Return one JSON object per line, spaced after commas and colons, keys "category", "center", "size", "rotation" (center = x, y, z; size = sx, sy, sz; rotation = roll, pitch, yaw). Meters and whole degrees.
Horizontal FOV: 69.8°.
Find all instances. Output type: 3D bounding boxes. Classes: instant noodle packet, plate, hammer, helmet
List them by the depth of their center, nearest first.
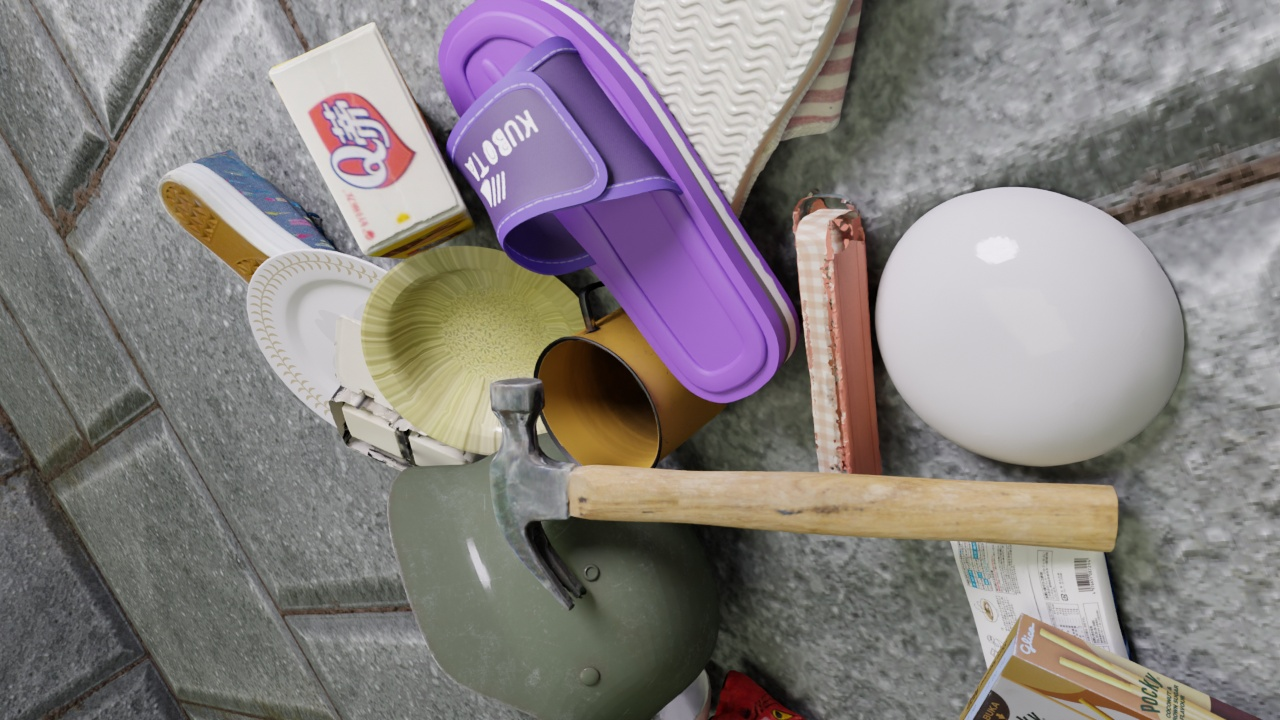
{"category": "hammer", "center": [0.074, 0.078, 0.497], "size": [0.331, 0.033, 0.132], "rotation": [1, 97, 16]}
{"category": "instant noodle packet", "center": [0.228, 0.152, 0.515], "size": [0.087, 0.026, 0.134], "rotation": [-6, 110, 45]}
{"category": "helmet", "center": [-0.034, 0.152, 0.646], "size": [0.154, 0.227, 0.267], "rotation": [-32, 77, 7]}
{"category": "plate", "center": [-0.114, -0.011, 0.692], "size": [0.184, 0.036, 0.185], "rotation": [4, 124, 6]}
{"category": "plate", "center": [-0.239, -0.002, 0.817], "size": [0.243, 0.016, 0.243], "rotation": [14, 135, 14]}

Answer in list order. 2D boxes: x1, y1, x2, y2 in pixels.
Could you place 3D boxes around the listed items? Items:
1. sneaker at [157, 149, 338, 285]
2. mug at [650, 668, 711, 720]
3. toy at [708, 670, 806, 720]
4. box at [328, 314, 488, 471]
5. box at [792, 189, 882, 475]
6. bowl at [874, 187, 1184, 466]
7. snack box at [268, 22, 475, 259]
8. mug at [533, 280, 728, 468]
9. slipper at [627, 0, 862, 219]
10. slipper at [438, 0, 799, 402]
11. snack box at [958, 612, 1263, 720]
{"category": "sneaker", "center": [-0.317, -0.101, 0.838], "size": [0.235, 0.079, 0.088], "rotation": [39, 138, -7]}
{"category": "mug", "center": [-0.002, 0.282, 0.749], "size": [0.115, 0.094, 0.068], "rotation": [5, 127, -2]}
{"category": "toy", "center": [0.094, 0.314, 0.710], "size": [0.094, 0.087, 0.133], "rotation": [15, 139, 16]}
{"category": "box", "center": [-0.193, 0.042, 0.788], "size": [0.144, 0.057, 0.188], "rotation": [23, 139, 6]}
{"category": "box", "center": [0.107, 0.001, 0.516], "size": [0.071, 0.056, 0.187], "rotation": [-136, 33, -64]}
{"category": "bowl", "center": [0.178, -0.007, 0.451], "size": [0.150, 0.043, 0.150], "rotation": [23, 128, 32]}
{"category": "snack box", "center": [-0.158, -0.127, 0.587], "size": [0.110, 0.061, 0.230], "rotation": [65, 175, -9]}
{"category": "mug", "center": [-0.004, 0.003, 0.589], "size": [0.101, 0.093, 0.124], "rotation": [0, 114, 41]}
{"category": "slipper", "center": [0.048, -0.145, 0.484], "size": [0.115, 0.052, 0.264], "rotation": [39, 142, 15]}
{"category": "slipper", "center": [-0.028, -0.079, 0.493], "size": [0.266, 0.083, 0.108], "rotation": [51, 135, -3]}
{"category": "snack box", "center": [0.272, 0.216, 0.481], "size": [0.186, 0.031, 0.101], "rotation": [22, 129, 18]}
